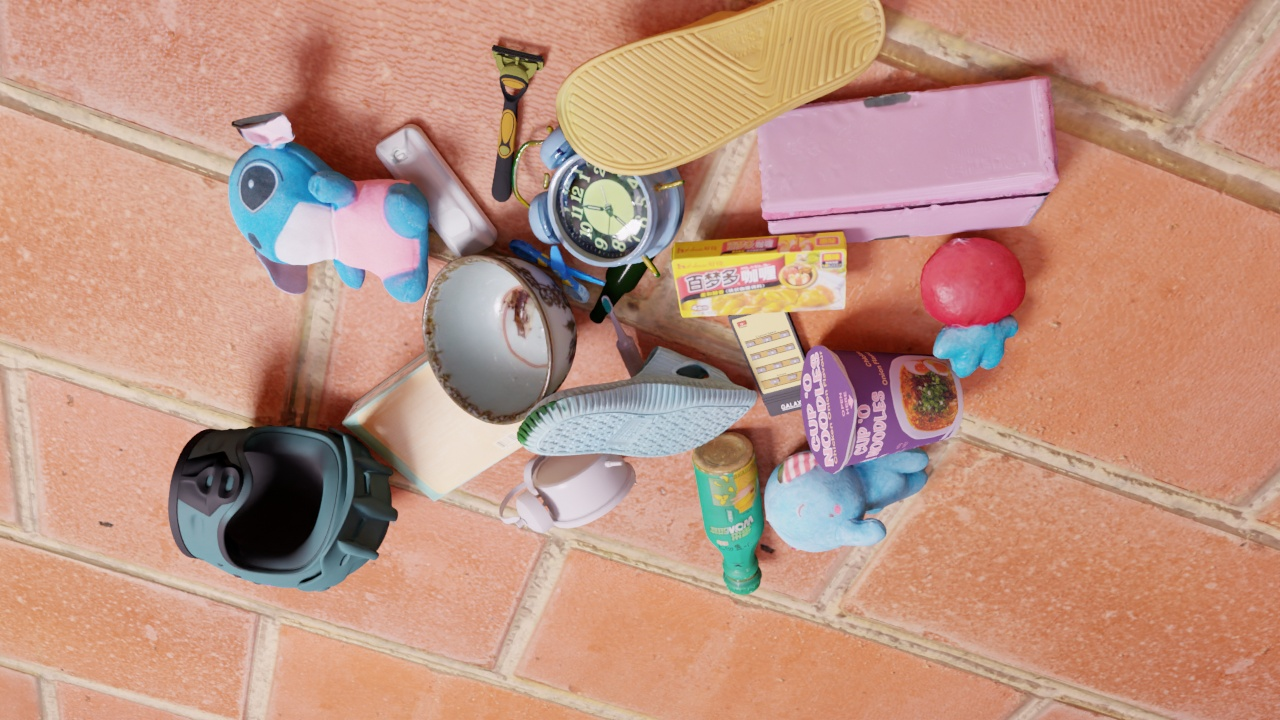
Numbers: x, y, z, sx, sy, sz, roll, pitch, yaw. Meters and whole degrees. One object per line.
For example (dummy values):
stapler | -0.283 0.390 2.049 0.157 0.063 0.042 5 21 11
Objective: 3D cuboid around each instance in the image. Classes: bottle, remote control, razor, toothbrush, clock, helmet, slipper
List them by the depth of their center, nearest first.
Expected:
slipper | 0.063 -0.222 0.728 0.263 0.078 0.099 -22 101 2
clock | -0.039 -0.143 0.802 0.162 0.059 0.118 21 119 17
razor | -0.116 -0.203 0.808 0.044 0.021 0.144 13 129 -2
remote control | -0.189 -0.153 0.851 0.050 0.022 0.133 -23 120 23
bottle | -0.015 -0.082 0.873 0.033 0.033 0.123 27 126 -12
slipper | -0.004 0.044 0.894 0.275 0.069 0.116 1 139 -41
remote control | 0.136 -0.002 0.922 0.058 0.013 0.133 -16 122 19
toothbrush | -0.005 0.005 0.928 0.018 0.019 0.188 -12 131 13
helmet | -0.359 0.151 0.970 0.200 0.176 0.275 8 163 -8
clock | -0.080 0.136 0.994 0.159 0.119 0.061 -25 111 12
bottle | 0.104 0.178 1.025 0.068 0.068 0.210 -4 125 11

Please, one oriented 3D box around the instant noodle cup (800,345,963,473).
instant noodle cup | 0.234 0.039 0.871 0.122 0.122 0.137 -5 172 -10

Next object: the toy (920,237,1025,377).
toy | 0.301 -0.050 0.830 0.092 0.062 0.133 -11 115 4

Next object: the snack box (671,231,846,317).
snack box | 0.107 -0.076 0.828 0.152 0.025 0.075 -2 139 10

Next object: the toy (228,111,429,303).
toy | -0.279 -0.136 0.822 0.191 0.098 0.225 17 144 -2

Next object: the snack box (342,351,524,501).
snack box | -0.207 0.061 0.997 0.194 0.044 0.141 -32 115 27

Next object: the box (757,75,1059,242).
box | 0.220 -0.162 0.785 0.233 0.115 0.106 -5 85 11

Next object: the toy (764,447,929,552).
toy | 0.221 0.148 0.971 0.181 0.114 0.184 -13 134 3

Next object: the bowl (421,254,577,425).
bowl | -0.119 -0.028 0.875 0.160 0.093 0.160 11 110 32

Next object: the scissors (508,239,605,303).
scissors | -0.072 -0.080 0.855 0.125 0.016 0.123 23 167 43
